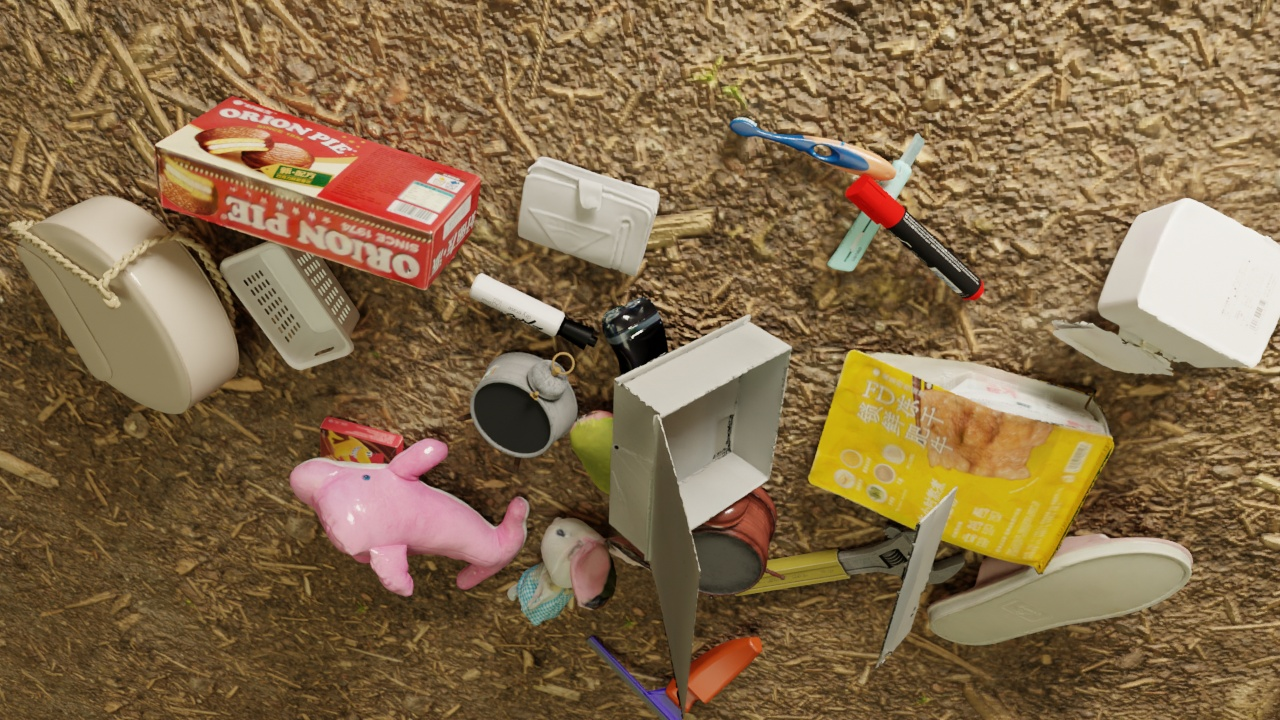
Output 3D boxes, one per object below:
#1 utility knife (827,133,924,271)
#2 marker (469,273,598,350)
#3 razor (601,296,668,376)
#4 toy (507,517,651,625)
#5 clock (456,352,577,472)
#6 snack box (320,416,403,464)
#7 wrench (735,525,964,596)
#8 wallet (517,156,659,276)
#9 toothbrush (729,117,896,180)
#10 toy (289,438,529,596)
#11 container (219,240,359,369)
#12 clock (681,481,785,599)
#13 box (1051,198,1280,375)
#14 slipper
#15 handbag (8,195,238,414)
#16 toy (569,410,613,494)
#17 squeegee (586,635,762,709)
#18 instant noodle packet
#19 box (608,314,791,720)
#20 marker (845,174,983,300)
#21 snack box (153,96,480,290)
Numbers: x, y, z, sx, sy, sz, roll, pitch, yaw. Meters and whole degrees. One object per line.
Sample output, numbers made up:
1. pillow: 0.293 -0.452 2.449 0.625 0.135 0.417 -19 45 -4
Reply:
1. utility knife: 0.191 -0.125 0.736 0.022 0.015 0.129 25 123 -3
2. marker: -0.098 -0.044 0.857 0.126 0.025 0.025 26 126 -4
3. razor: -0.005 0.005 0.856 0.064 0.052 0.141 33 143 37
4. toy: -0.079 0.227 1.018 0.206 0.130 0.105 -29 75 45
5. clock: -0.109 0.038 0.897 0.104 0.056 0.148 42 129 -5
6. snack box: -0.314 0.127 1.032 0.089 0.021 0.133 15 127 2
7. wrench: 0.198 0.220 0.971 0.274 0.018 0.083 -17 119 24
8. wallet: -0.047 -0.120 0.787 0.116 0.032 0.086 15 129 3
9. toothbrush: 0.135 -0.166 0.717 0.135 0.017 0.022 18 130 2
10. toy: -0.248 0.185 0.977 0.265 0.127 0.187 25 119 -26
11. container: -0.331 -0.061 0.887 0.081 0.049 0.129 -15 119 23
12. clock: 0.070 0.171 0.929 0.121 0.072 0.158 -23 120 27
13. box: 0.398 -0.040 0.715 0.109 0.137 0.124 26 85 -3
14. slipper: 0.394 0.217 0.893 0.114 0.054 0.275 31 139 -19
15. handbag: -0.496 -0.048 0.887 0.209 0.103 0.211 9 128 31
16. toy: -0.022 0.092 0.912 0.090 0.051 0.110 -21 128 32
17. squeegee: 0.079 0.374 1.087 0.249 0.055 0.185 45 124 3
18. instant noodle packet: 0.276 0.081 0.827 0.222 0.084 0.163 16 127 10
19. box: 0.035 0.122 0.726 0.150 0.367 0.167 7 126 7
20. marker: 0.222 -0.095 0.733 0.145 0.021 0.024 36 140 -21
21. snack box: -0.267 -0.144 0.775 0.236 0.113 0.060 18 127 1
